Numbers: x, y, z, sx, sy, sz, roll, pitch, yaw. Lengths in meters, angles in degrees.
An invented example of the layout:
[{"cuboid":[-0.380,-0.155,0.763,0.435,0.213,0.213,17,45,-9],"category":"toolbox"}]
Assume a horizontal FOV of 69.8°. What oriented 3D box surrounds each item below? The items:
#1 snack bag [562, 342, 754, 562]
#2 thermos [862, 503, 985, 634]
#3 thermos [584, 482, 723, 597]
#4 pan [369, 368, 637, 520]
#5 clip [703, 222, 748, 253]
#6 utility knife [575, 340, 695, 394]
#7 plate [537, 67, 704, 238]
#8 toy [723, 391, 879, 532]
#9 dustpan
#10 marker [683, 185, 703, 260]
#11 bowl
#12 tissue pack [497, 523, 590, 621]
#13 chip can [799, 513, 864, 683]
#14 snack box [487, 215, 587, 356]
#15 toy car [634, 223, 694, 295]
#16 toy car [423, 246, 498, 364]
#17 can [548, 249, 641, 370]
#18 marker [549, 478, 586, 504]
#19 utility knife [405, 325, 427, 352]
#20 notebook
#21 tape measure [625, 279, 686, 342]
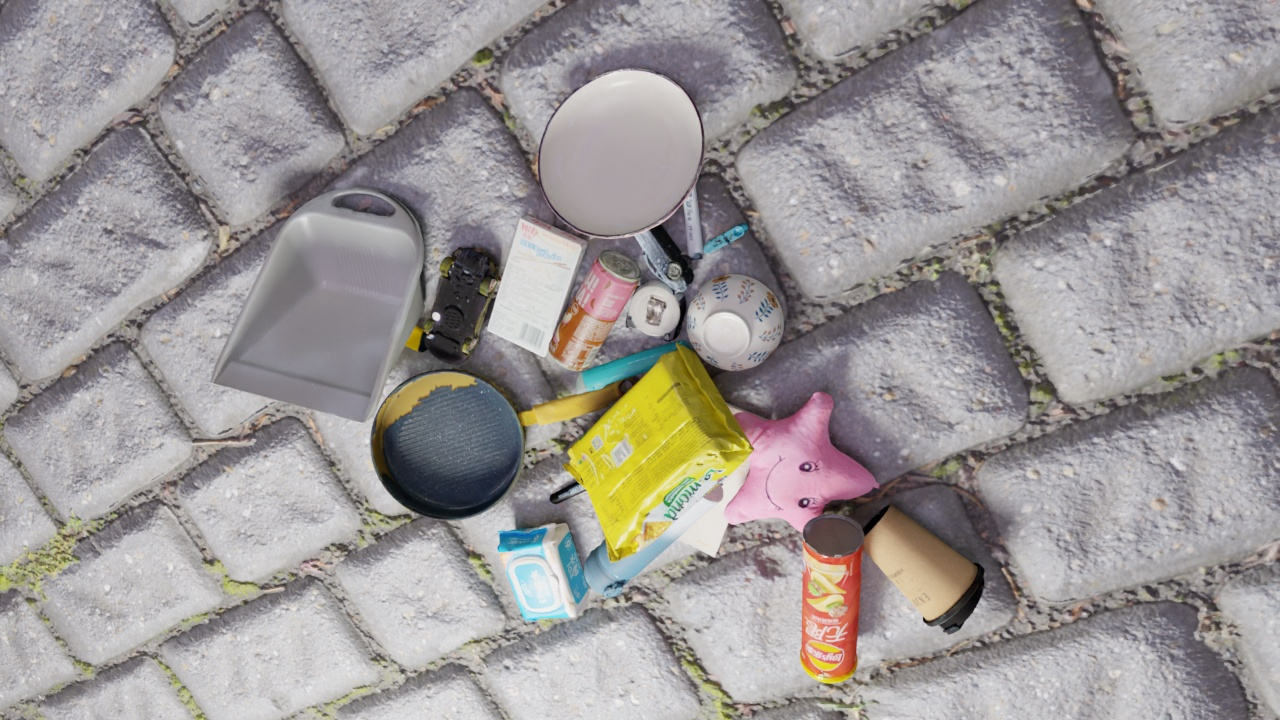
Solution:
[{"cuboid":[0.010,0.108,1.079,0.247,0.068,0.158,-46,58,28],"category":"snack bag"},{"cuboid":[0.323,0.236,1.059,0.143,0.092,0.093,42,116,8],"category":"thermos"},{"cuboid":[0.011,0.216,1.153,0.070,0.070,0.221,43,116,0],"category":"thermos"},{"cuboid":[-0.171,0.083,1.168,0.357,0.078,0.198,-19,97,2],"category":"pan"},{"cuboid":[0.096,-0.138,1.035,0.057,0.046,0.014,-26,100,25],"category":"clip"},{"cuboid":[-0.007,0.006,1.112,0.160,0.013,0.029,-18,92,11],"category":"utility knife"},{"cuboid":[-0.018,-0.222,1.004,0.193,0.039,0.192,-3,80,19],"category":"plate"},{"cuboid":[0.188,0.123,1.066,0.178,0.074,0.195,6,115,7],"category":"toy"},{"cuboid":[-0.379,-0.084,1.120,0.223,0.256,0.143,13,136,14],"category":"dustpan"},{"cuboid":[0.055,-0.178,1.036,0.023,0.018,0.131,2,109,26],"category":"marker"},{"cuboid":[0.103,-0.037,1.046,0.113,0.062,0.113,7,112,17],"category":"bowl"},{"cuboid":[-0.132,0.285,1.238,0.090,0.063,0.140,-11,105,22],"category":"tissue pack"},{"cuboid":[0.225,0.284,1.089,0.073,0.073,0.217,4,123,17],"category":"chip can"},{"cuboid":[-0.128,-0.090,1.123,0.085,0.026,0.157,25,115,9],"category":"snack box"},{"cuboid":[0.018,-0.130,1.044,0.037,0.054,0.120,-31,97,23],"category":"toy car"},{"cuboid":[-0.227,-0.068,1.155,0.070,0.042,0.158,27,114,8],"category":"toy car"},{"cuboid":[-0.056,-0.057,1.087,0.058,0.057,0.148,35,121,4],"category":"can"},{"cuboid":[-0.071,0.162,1.201,0.124,0.015,0.018,-28,95,26],"category":"marker"},{"cuboid":[-0.349,-0.053,1.217,0.173,0.015,0.033,23,109,11],"category":"utility knife"},{"cuboid":[0.060,0.135,1.149,0.146,0.010,0.207,23,115,11],"category":"notebook"},{"cuboid":[0.020,-0.061,1.081,0.066,0.033,0.066,17,114,11],"category":"tape measure"}]
